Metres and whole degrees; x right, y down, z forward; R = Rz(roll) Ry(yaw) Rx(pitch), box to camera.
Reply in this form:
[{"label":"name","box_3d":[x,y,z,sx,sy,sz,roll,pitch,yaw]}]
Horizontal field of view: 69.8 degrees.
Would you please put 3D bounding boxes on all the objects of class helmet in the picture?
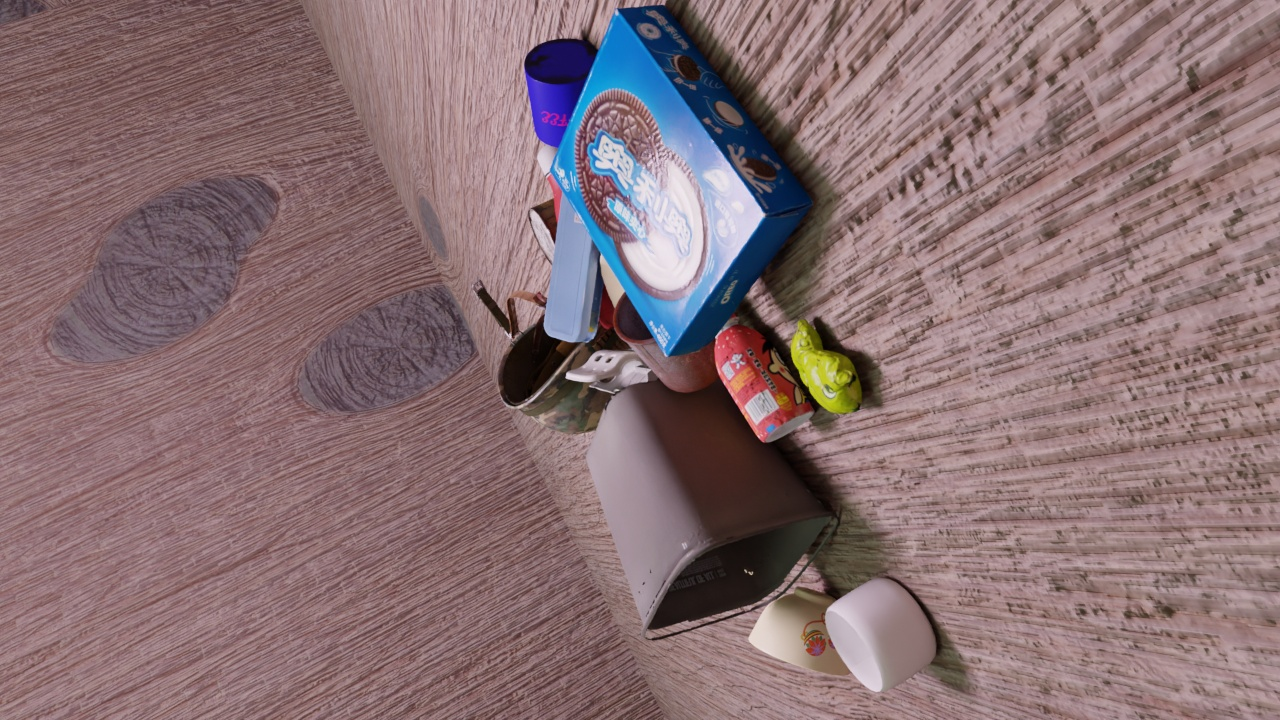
[{"label":"helmet","box_3d":[-0.105,-0.022,1.246,0.236,0.224,0.193,33,161,-32]}]

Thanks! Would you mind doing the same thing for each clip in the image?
[{"label":"clip","box_3d":[-0.006,0.012,1.108,0.125,0.150,0.089,-168,64,-70]}]

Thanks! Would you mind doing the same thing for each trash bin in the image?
[{"label":"trash bin","box_3d":[0.059,0.148,1.007,0.220,0.197,0.198,61,145,33]}]

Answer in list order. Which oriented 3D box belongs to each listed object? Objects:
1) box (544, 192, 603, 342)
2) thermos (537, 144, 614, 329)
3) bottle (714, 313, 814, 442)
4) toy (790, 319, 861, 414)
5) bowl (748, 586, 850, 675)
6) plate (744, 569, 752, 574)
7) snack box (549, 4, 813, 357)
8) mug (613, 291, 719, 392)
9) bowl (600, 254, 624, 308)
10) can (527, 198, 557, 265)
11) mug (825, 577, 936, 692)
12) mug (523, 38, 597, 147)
[{"label":"box","box_3d":[-0.070,-0.126,1.103,0.067,0.052,0.210,16,102,35]},{"label":"thermos","box_3d":[-0.063,-0.159,1.142,0.240,0.073,0.073,65,164,-3]},{"label":"bottle","box_3d":[0.108,0.008,0.889,0.137,0.062,0.062,60,164,17]},{"label":"toy","box_3d":[0.156,0.008,0.785,0.093,0.036,0.094,62,171,17]},{"label":"bowl","box_3d":[0.191,0.301,1.048,0.118,0.118,0.074,-176,103,-72]},{"label":"plate","box_3d":[0.115,0.193,1.201,0.184,0.036,0.185,55,162,27]},{"label":"snack box","box_3d":[0.023,-0.153,0.802,0.238,0.056,0.196,59,144,21]},{"label":"mug","box_3d":[0.034,-0.041,0.966,0.110,0.096,0.122,55,-154,-48]},{"label":"bowl","box_3d":[0.008,-0.085,1.054,0.115,0.062,0.115,55,162,27]},{"label":"can","box_3d":[-0.096,-0.176,1.221,0.090,0.074,0.090,56,164,24]},{"label":"mug","box_3d":[0.233,0.270,0.892,0.094,0.068,0.116,51,160,38]},{"label":"mug","box_3d":[-0.080,-0.298,0.993,0.084,0.079,0.111,86,-179,-54]}]
